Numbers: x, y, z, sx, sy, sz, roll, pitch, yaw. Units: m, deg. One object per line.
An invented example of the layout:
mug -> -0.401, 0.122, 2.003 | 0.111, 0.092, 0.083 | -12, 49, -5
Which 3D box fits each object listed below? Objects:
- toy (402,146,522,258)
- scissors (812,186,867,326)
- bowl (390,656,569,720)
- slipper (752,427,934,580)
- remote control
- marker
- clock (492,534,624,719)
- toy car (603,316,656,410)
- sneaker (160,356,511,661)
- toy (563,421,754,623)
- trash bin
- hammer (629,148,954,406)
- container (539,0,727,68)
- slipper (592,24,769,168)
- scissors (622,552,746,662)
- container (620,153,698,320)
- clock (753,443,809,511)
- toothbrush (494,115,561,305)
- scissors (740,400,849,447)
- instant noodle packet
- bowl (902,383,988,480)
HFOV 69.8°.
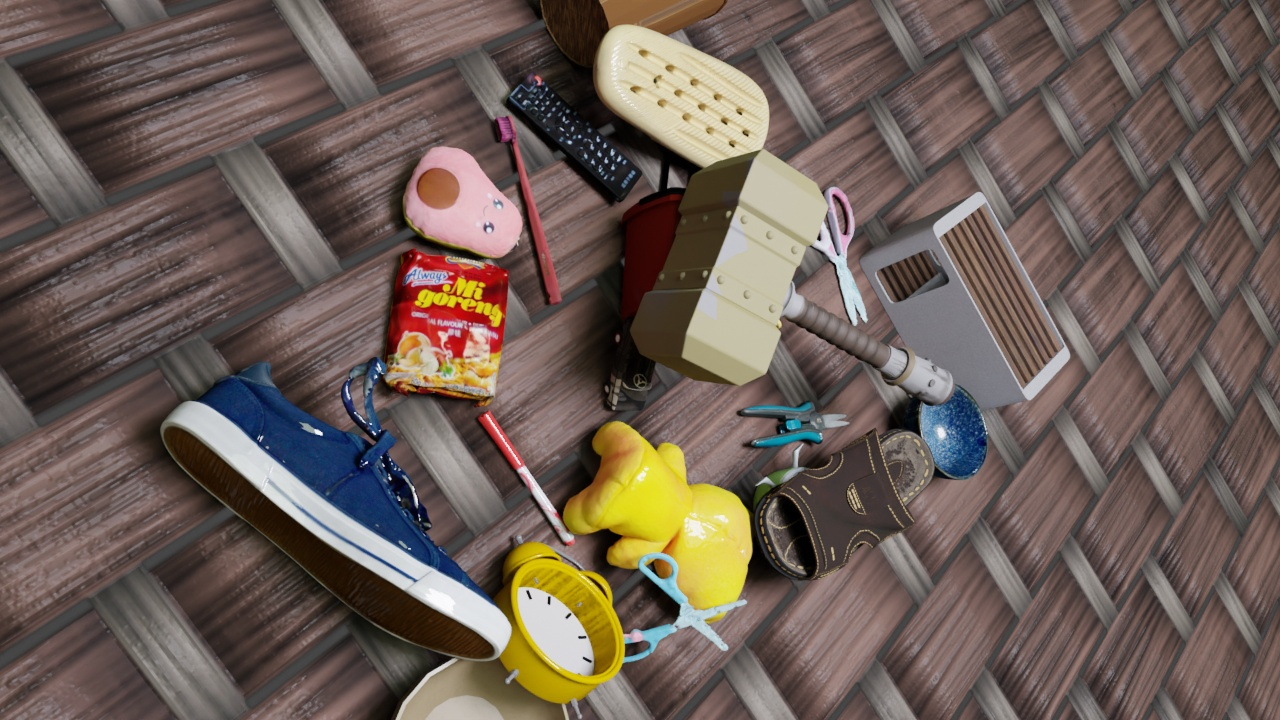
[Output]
toy -> -0.156, -0.137, 0.822 | 0.110, 0.051, 0.089 | 29, 65, -23
scissors -> 0.223, -0.118, 1.078 | 0.102, 0.016, 0.178 | -6, 84, -34
bowl -> -0.132, 0.306, 0.717 | 0.152, 0.051, 0.152 | 9, 72, -29
slipper -> 0.219, 0.135, 0.914 | 0.267, 0.076, 0.113 | -20, 88, -36
remote control -> -0.066, -0.221, 0.920 | 0.150, 0.022, 0.047 | 41, 60, -14
marker -> -0.100, 0.106, 0.815 | 0.012, 0.013, 0.142 | -37, 98, -33
clock -> -0.069, 0.211, 0.757 | 0.113, 0.052, 0.151 | 34, 24, -21
toy car -> -0.005, 0.005, 0.870 | 0.040, 0.037, 0.092 | 2, 109, -33
sneaker -> -0.200, 0.103, 0.692 | 0.294, 0.121, 0.127 | 41, 49, -3
toy -> 0.033, 0.140, 0.842 | 0.194, 0.088, 0.134 | 41, 55, -20
trash bin -> 0.389, -0.064, 1.102 | 0.114, 0.115, 0.229 | -34, 96, -34
hammer -> 0.173, -0.033, 0.851 | 0.324, 0.101, 0.190 | 26, 81, -26
container -> -0.008, -0.382, 0.941 | 0.166, 0.132, 0.132 | -40, 99, -27
slipper -> 0.034, -0.267, 0.957 | 0.261, 0.079, 0.111 | 11, 91, -48
scissors -> 0.026, 0.219, 0.813 | 0.135, 0.015, 0.134 | -18, 113, -7
container -> 0.060, -0.128, 0.917 | 0.148, 0.127, 0.200 | 16, 76, -28
clock -> 0.164, 0.158, 0.947 | 0.094, 0.043, 0.119 | -33, 95, -33
toothbrush -> -0.108, -0.144, 0.876 | 0.016, 0.016, 0.190 | -13, 84, -29
scissors -> 0.167, 0.073, 0.985 | 0.127, 0.019, 0.141 | 43, 52, -9
instant noodle packet -> -0.167, -0.028, 0.795 | 0.098, 0.040, 0.135 | 11, 72, -22
bowl -> 0.342, 0.086, 1.066 | 0.114, 0.061, 0.114 | 10, 70, -30
